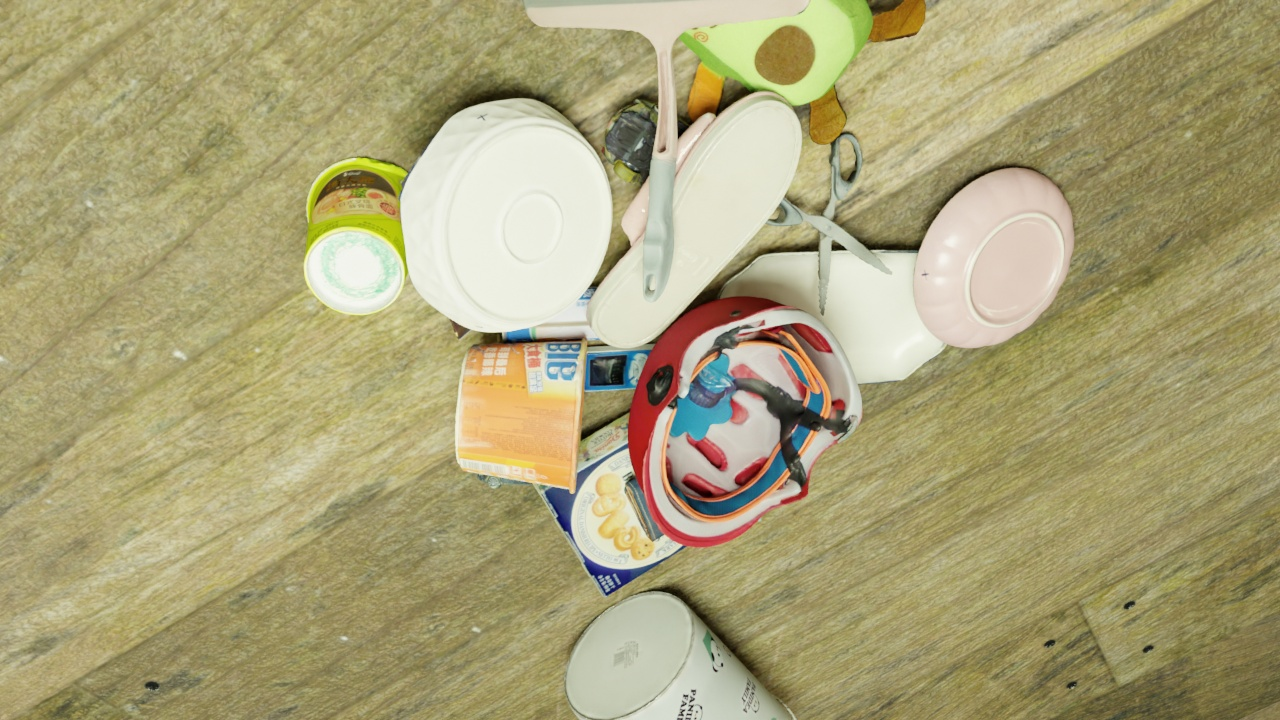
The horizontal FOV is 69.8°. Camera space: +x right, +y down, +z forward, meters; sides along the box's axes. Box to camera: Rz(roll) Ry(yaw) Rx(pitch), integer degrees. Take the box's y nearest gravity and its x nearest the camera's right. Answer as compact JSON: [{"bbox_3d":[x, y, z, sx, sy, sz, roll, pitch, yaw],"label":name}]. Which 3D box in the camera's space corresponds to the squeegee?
[{"bbox_3d":[0.016,-0.172,0.753,0.248,0.040,0.250,8,107,26],"label":"squeegee"}]

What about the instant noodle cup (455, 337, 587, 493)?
[{"bbox_3d":[-0.111,0.048,0.874,0.111,0.151,0.152,4,122,-2],"label":"instant noodle cup"}]

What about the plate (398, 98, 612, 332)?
[{"bbox_3d":[-0.104,-0.118,0.789,0.204,0.045,0.205,-19,121,-37],"label":"plate"}]

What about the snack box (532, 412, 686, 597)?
[{"bbox_3d":[-0.005,0.150,1.022,0.182,0.046,0.178,-30,124,-7],"label":"snack box"}]

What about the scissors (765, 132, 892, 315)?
[{"bbox_3d":[0.182,-0.134,0.886,0.178,0.014,0.159,29,97,-19],"label":"scissors"}]

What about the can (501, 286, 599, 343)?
[{"bbox_3d":[-0.070,-0.046,0.904,0.134,0.053,0.053,-2,123,-9],"label":"can"}]

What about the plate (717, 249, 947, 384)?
[{"bbox_3d":[0.201,-0.048,0.961,0.265,0.034,0.162,-3,122,-8],"label":"plate"}]

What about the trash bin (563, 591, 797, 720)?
[{"bbox_3d":[0.048,0.440,1.149,0.230,0.229,0.252,-29,117,9],"label":"trash bin"}]

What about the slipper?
[{"bbox_3d":[0.041,-0.124,0.827,0.114,0.054,0.275,18,121,-35],"label":"slipper"}]

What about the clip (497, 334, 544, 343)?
[{"bbox_3d":[-0.124,0.019,0.950,0.070,0.034,0.100,0,118,-9],"label":"clip"}]

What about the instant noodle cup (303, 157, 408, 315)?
[{"bbox_3d":[-0.240,-0.102,0.795,0.111,0.123,0.112,-5,123,-7],"label":"instant noodle cup"}]

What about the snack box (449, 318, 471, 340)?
[{"bbox_3d":[-0.140,-0.100,0.828,0.125,0.053,0.113,-31,127,-23],"label":"snack box"}]

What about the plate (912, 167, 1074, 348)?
[{"bbox_3d":[0.367,-0.096,0.929,0.192,0.039,0.193,-10,118,-19],"label":"plate"}]

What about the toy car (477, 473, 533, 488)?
[{"bbox_3d":[-0.134,0.124,1.011,0.090,0.043,0.034,2,95,-15],"label":"toy car"}]

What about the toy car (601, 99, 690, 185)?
[{"bbox_3d":[0.037,-0.182,0.839,0.158,0.042,0.070,21,120,-34],"label":"toy car"}]

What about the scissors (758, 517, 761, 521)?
[{"bbox_3d":[0.145,0.144,1.090,0.118,0.017,0.133,-16,128,-5],"label":"scissors"}]

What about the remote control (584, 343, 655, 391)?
[{"bbox_3d":[-0.006,0.006,0.966,0.125,0.024,0.049,-3,123,-9],"label":"remote control"}]

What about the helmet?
[{"bbox_3d":[0.077,0.046,0.881,0.207,0.144,0.240,38,93,-33],"label":"helmet"}]

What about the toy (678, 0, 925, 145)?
[{"bbox_3d":[0.109,-0.281,0.758,0.246,0.089,0.228,20,130,-21],"label":"toy"}]

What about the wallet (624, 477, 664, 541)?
[{"bbox_3d":[0.045,0.136,0.991,0.115,0.033,0.090,-29,126,-10],"label":"wallet"}]
